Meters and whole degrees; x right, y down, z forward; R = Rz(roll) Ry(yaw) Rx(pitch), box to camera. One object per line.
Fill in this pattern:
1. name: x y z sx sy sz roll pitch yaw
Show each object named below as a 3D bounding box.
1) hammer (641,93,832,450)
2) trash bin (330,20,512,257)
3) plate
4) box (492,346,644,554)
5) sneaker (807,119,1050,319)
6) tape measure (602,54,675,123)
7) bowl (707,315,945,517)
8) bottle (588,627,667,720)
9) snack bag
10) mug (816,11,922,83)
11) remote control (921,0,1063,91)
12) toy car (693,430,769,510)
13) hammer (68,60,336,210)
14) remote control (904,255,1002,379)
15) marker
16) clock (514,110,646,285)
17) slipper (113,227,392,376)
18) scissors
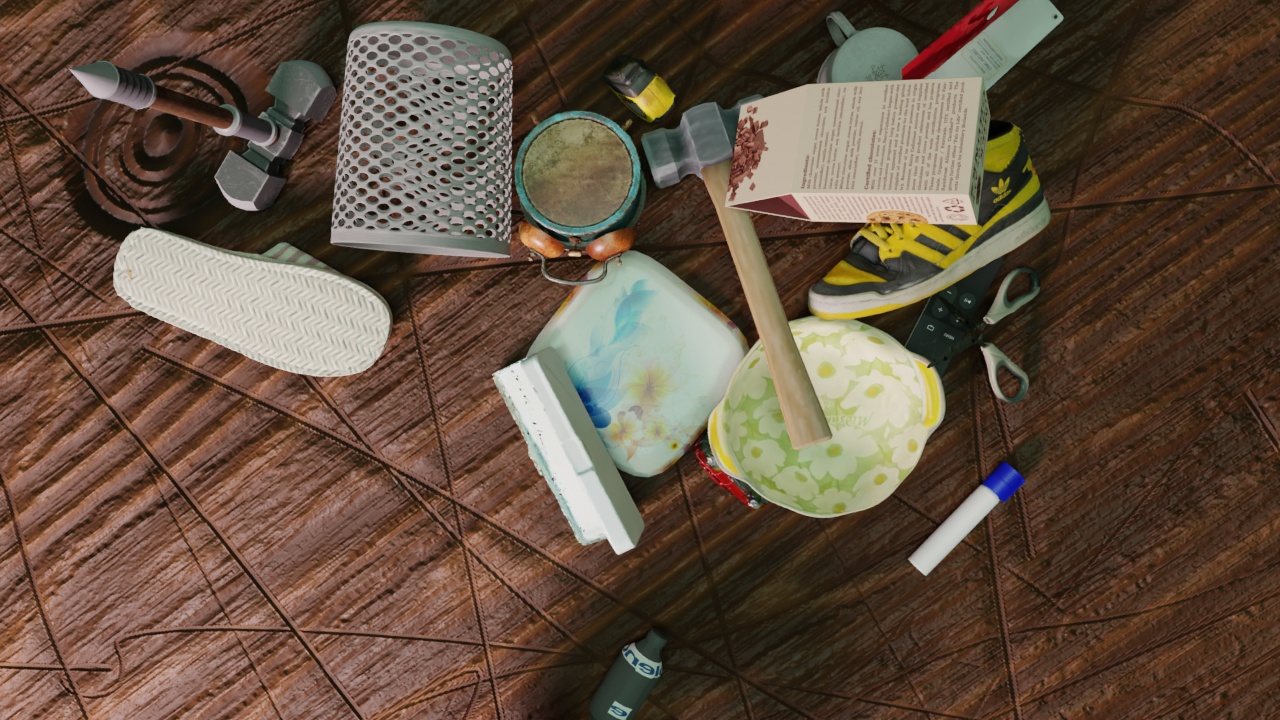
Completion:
1. hammer: 0.103 -0.078 0.827 0.117 0.051 0.322 -18 81 4
2. trash bin: -0.190 -0.190 0.816 0.156 0.156 0.183 4 94 2
3. plate: -0.005 0.005 0.896 0.187 0.016 0.187 39 96 -2
4. box: -0.071 0.088 0.865 0.123 0.077 0.197 -23 95 45
5. sneaker: 0.245 -0.132 0.813 0.238 0.086 0.122 -26 113 -7
6. tape measure: 0.002 -0.251 0.844 0.064 0.065 0.037 41 92 -25
7. bowl: 0.172 0.049 0.872 0.219 0.060 0.188 -14 96 5
8. bottle: -0.009 0.317 0.916 0.047 0.047 0.112 32 96 -1
9. snack bag: 0.174 -0.172 0.765 0.207 0.070 0.094 6 81 26
10. mug: 0.200 -0.267 0.831 0.084 0.070 0.113 -28 96 5
11. remote control: 0.324 -0.287 0.853 0.136 0.011 0.050 -43 93 6
12. toy car: 0.091 0.107 0.890 0.091 0.042 0.036 42 134 2
13. hammer: -0.350 -0.199 0.735 0.043 0.322 0.156 33 96 -1
14. remote control: 0.295 -0.044 0.882 0.045 0.008 0.147 26 97 0
15. marker: 0.318 0.156 0.896 0.027 0.023 0.133 39 97 -24
16. clock: -0.057 -0.146 0.852 0.121 0.073 0.157 3 85 2
17. slipper: -0.368 -0.061 0.888 0.263 0.052 0.115 17 95 -3
18. scissors: 0.326 -0.028 0.849 0.170 0.013 0.157 45 72 -29
